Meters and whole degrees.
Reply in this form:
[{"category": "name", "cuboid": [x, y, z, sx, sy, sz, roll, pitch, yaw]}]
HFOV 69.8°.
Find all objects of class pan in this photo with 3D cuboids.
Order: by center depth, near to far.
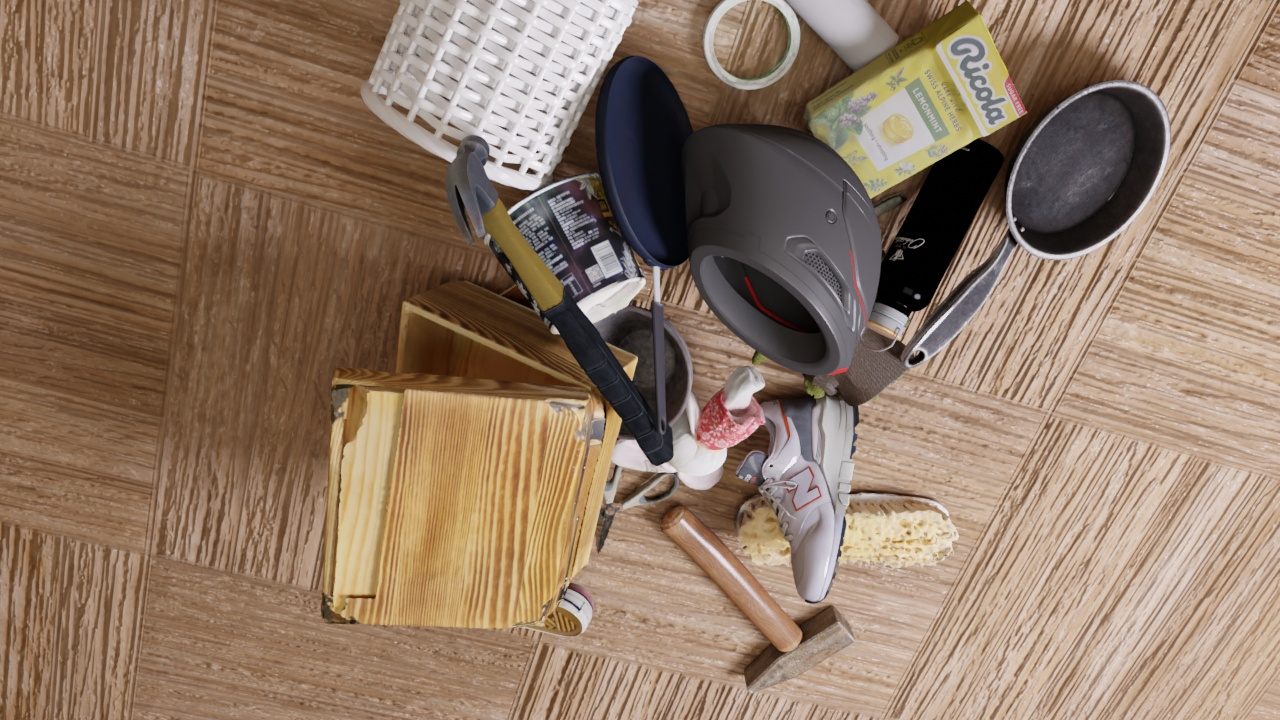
[{"category": "pan", "cuboid": [0.012, -0.108, 0.859, 0.021, 0.198, 0.356, -6, 80, 28]}, {"category": "pan", "cuboid": [0.394, -0.131, 0.948, 0.357, 0.055, 0.187, -45, 124, 12]}]

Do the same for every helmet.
[{"category": "helmet", "cuboid": [0.142, -0.126, 0.892, 0.264, 0.164, 0.169, 43, 66, -20]}]

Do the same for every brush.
[{"category": "brush", "cuboid": [0.250, 0.206, 1.121, 0.271, 0.056, 0.083, 3, 111, -3]}]

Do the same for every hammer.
[{"category": "hammer", "cuboid": [-0.060, -0.032, 0.785, 0.025, 0.117, 0.333, -26, 120, 16]}, {"category": "hammer", "cuboid": [0.125, 0.296, 1.169, 0.158, 0.037, 0.301, -36, 110, 13]}]

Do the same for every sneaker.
[{"category": "sneaker", "cuboid": [0.169, 0.146, 1.044, 0.124, 0.089, 0.239, 12, 76, 2]}, {"category": "sneaker", "cuboid": [-0.163, 0.276, 1.127, 0.241, 0.087, 0.118, 2, 128, 21]}]

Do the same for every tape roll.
[{"category": "tape roll", "cuboid": [0.109, -0.316, 0.905, 0.094, 0.018, 0.094, -1, 114, -2]}]

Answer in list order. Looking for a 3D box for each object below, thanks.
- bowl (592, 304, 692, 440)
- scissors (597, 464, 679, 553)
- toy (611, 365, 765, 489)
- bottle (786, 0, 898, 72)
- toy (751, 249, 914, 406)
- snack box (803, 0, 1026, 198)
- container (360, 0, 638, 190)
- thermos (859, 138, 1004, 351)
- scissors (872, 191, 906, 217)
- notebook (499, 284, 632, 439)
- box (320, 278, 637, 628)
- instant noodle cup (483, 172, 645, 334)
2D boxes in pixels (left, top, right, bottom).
[{"category": "bowl", "cuboid": [-0.005, 0.006, 0.977, 0.145, 0.067, 0.145, 6, 106, 20]}, {"category": "scissors", "cuboid": [-0.028, 0.168, 1.114, 0.157, 0.012, 0.169, -16, 125, 1]}, {"category": "toy", "cuboid": [0.068, 0.081, 1.023, 0.159, 0.084, 0.195, 15, 134, -26]}, {"category": "bottle", "cuboid": [0.160, -0.358, 0.869, 0.195, 0.052, 0.052, 40, 107, -17]}, {"category": "toy", "cuboid": [0.226, -0.021, 1.007, 0.179, 0.078, 0.153, -42, 102, 11]}, {"category": "snack box", "cuboid": [0.260, -0.241, 0.885, 0.181, 0.045, 0.121, -28, 126, 22]}, {"category": "container", "cuboid": [-0.125, -0.280, 0.822, 0.189, 0.189, 0.187, 26, 109, -13]}, {"category": "thermos", "cuboid": [0.289, -0.114, 0.938, 0.061, 0.061, 0.231, 27, 91, -13]}, {"category": "scissors", "cuboid": [0.193, -0.152, 0.983, 0.179, 0.015, 0.195, 0, 115, -2]}, {"category": "notebook", "cuboid": [-0.063, -0.004, 1.036, 0.168, 0.024, 0.225, -31, 111, 12]}, {"category": "box", "cuboid": [-0.164, 0.119, 0.904, 0.269, 0.262, 0.280, 23, 117, 17]}, {"category": "instant noodle cup", "cuboid": [-0.066, -0.096, 0.884, 0.137, 0.137, 0.112, -30, 81, 11]}]
